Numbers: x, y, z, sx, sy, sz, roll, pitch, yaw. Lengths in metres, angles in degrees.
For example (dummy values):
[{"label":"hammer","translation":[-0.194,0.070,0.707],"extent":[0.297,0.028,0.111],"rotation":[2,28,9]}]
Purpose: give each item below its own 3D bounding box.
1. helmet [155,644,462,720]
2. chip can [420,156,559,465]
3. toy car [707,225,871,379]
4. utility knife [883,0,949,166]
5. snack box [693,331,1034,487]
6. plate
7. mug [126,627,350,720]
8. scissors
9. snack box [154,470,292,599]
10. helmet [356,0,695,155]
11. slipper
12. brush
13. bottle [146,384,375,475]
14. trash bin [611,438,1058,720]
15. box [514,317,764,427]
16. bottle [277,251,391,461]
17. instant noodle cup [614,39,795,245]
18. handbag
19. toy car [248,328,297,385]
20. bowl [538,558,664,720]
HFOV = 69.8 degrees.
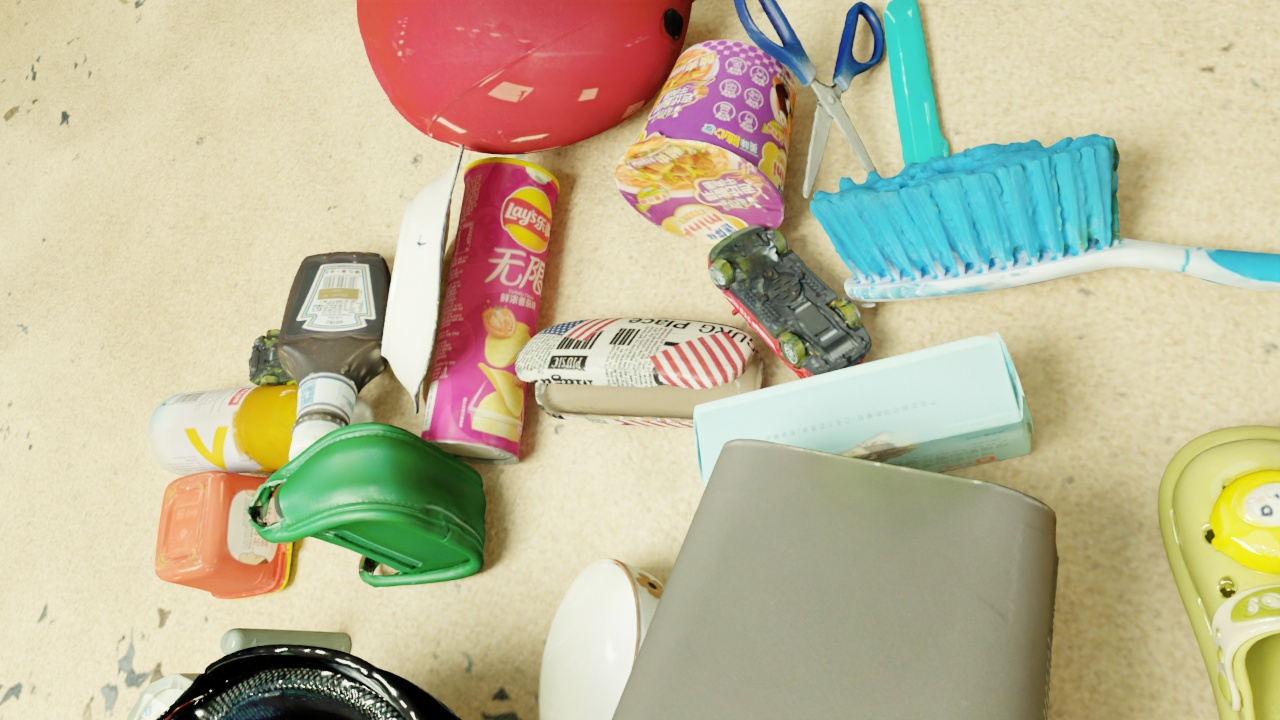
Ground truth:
[{"label":"helmet","translation":[-0.176,0.281,0.482],"extent":[0.233,0.230,0.274],"rotation":[26,85,16]},{"label":"chip can","translation":[-0.106,-0.035,0.654],"extent":[0.071,0.071,0.210],"rotation":[-2,72,25]},{"label":"toy car","translation":[0.089,-0.033,0.567],"extent":[0.053,0.045,0.120],"rotation":[-30,63,-13]},{"label":"utility knife","translation":[0.178,-0.206,0.609],"extent":[0.029,0.013,0.221],"rotation":[-11,70,23]},{"label":"snack box","translation":[0.122,0.039,0.512],"extent":[0.175,0.074,0.051],"rotation":[-15,65,21]},{"label":"plate","translation":[-0.155,-0.054,0.641],"extent":[0.034,0.164,0.164],"rotation":[9,69,-14]},{"label":"mug","translation":[-0.265,0.234,0.616],"extent":[0.084,0.103,0.124],"rotation":[29,87,31]},{"label":"scissors","translation":[0.118,-0.179,0.586],"extent":[0.012,0.162,0.175],"rotation":[-27,26,57]},{"label":"snack box","translation":[-0.311,0.129,0.689],"extent":[0.082,0.080,0.091],"rotation":[-13,66,21]},{"label":"helmet","translation":[-0.079,-0.215,0.639],"extent":[0.240,0.207,0.144],"rotation":[6,90,-5]},{"label":"slipper","translation":[0.292,0.117,0.399],"extent":[0.092,0.081,0.190],"rotation":[-10,70,20]},{"label":"brush","translation":[0.255,-0.070,0.490],"extent":[0.315,0.060,0.109],"rotation":[-7,112,28]},{"label":"bottle","translation":[-0.295,0.053,0.715],"extent":[0.190,0.068,0.068],"rotation":[-5,70,21]},{"label":"trash bin","translation":[0.094,0.171,0.420],"extent":[0.199,0.199,0.219],"rotation":[10,70,27]},{"label":"box","translation":[-0.006,-0.003,0.587],"extent":[0.164,0.081,0.074],"rotation":[2,64,28]},{"label":"bottle","translation":[-0.225,-0.003,0.673],"extent":[0.080,0.044,0.194],"rotation":[-3,46,-7]},{"label":"instant noodle cup","translation":[0.051,-0.145,0.600],"extent":[0.112,0.111,0.099],"rotation":[8,67,28]},{"label":"handbag","translation":[-0.171,0.104,0.602],"extent":[0.120,0.131,0.067],"rotation":[-25,53,21]},{"label":"toy car","translation":[-0.266,-0.003,0.743],"extent":[0.105,0.032,0.048],"rotation":[-9,66,11]},{"label":"bowl","translation":[-0.007,0.176,0.522],"extent":[0.114,0.062,0.113],"rotation":[-46,31,39]}]
